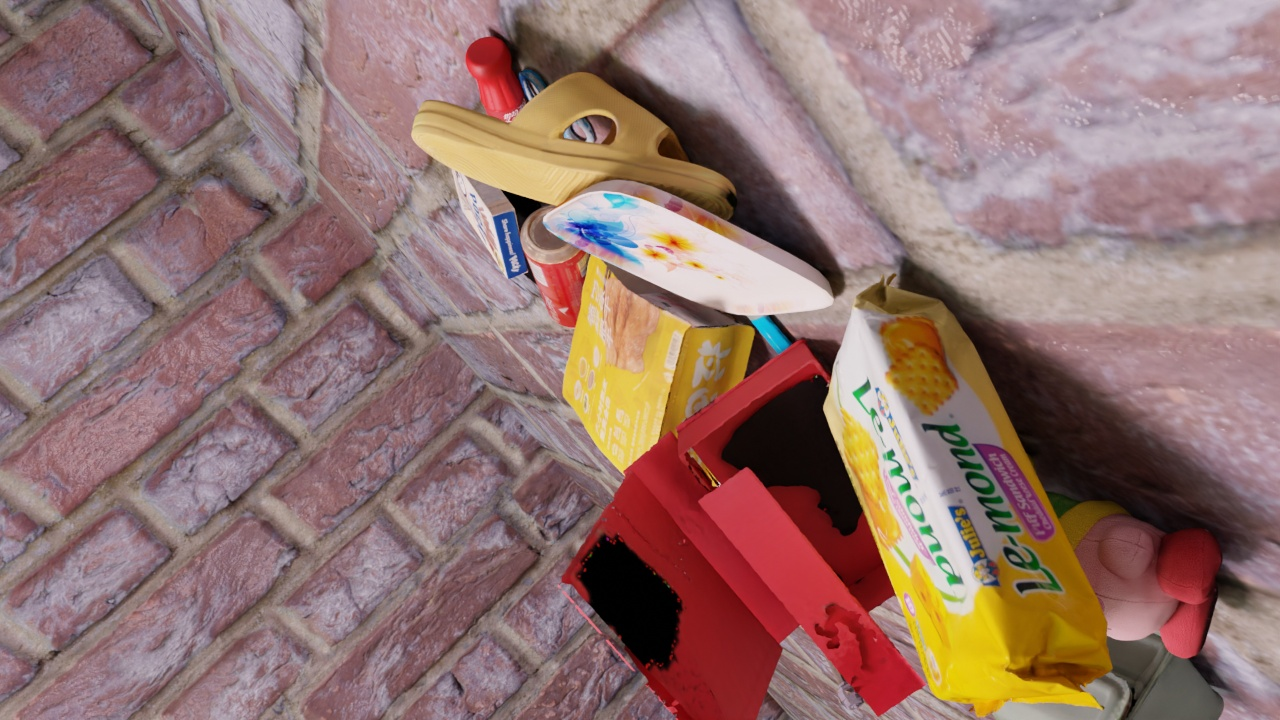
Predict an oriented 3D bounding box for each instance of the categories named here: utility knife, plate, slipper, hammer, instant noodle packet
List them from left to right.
[{"bbox_3d":[-0.044,-0.155,0.654,0.264,0.078,0.099,17,169,24],"label":"slipper"},{"bbox_3d":[-0.005,0.005,0.856,0.222,0.084,0.163,36,121,49],"label":"instant noodle packet"},{"bbox_3d":[0.031,-0.077,0.651,0.187,0.016,0.187,23,172,-20],"label":"plate"},{"bbox_3d":[0.160,0.229,1.000,0.147,0.028,0.316,58,-175,-50],"label":"hammer"},{"bbox_3d":[0.152,0.031,0.752,0.209,0.015,0.031,51,169,-9],"label":"utility knife"}]

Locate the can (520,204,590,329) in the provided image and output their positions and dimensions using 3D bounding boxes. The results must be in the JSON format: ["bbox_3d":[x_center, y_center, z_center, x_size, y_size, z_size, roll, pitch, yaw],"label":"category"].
[{"bbox_3d":[-0.079,-0.094,0.968,0.067,0.067,0.170,41,165,20],"label":"can"}]

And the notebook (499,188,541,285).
[{"bbox_3d":[-0.143,-0.152,1.099,0.169,0.019,0.232,39,165,31],"label":"notebook"}]

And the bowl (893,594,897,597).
[{"bbox_3d":[0.229,0.184,0.872,0.121,0.056,0.121,43,166,13],"label":"bowl"}]

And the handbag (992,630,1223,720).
[{"bbox_3d":[0.320,0.233,0.645,0.067,0.106,0.122,51,166,-9],"label":"handbag"}]

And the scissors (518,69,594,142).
[{"bbox_3d":[-0.079,-0.200,0.789,0.090,0.014,0.141,45,168,-2],"label":"scissors"}]

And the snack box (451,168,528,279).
[{"bbox_3d":[-0.161,-0.158,0.965,0.150,0.026,0.082,53,158,43],"label":"snack box"}]

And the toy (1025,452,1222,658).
[{"bbox_3d":[0.270,0.113,0.547,0.132,0.096,0.124,10,153,37],"label":"toy"}]

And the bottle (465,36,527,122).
[{"bbox_3d":[-0.115,-0.220,0.780,0.036,0.036,0.119,40,166,23],"label":"bottle"}]

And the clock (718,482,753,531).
[{"bbox_3d":[0.139,0.106,0.842,0.161,0.072,0.125,-11,127,39],"label":"clock"}]

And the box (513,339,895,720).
[{"bbox_3d":[0.075,0.158,0.719,0.211,0.315,0.124,52,167,-13],"label":"box"}]

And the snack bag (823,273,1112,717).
[{"bbox_3d":[0.182,0.086,0.542,0.160,0.068,0.247,86,168,-65],"label":"snack bag"}]
